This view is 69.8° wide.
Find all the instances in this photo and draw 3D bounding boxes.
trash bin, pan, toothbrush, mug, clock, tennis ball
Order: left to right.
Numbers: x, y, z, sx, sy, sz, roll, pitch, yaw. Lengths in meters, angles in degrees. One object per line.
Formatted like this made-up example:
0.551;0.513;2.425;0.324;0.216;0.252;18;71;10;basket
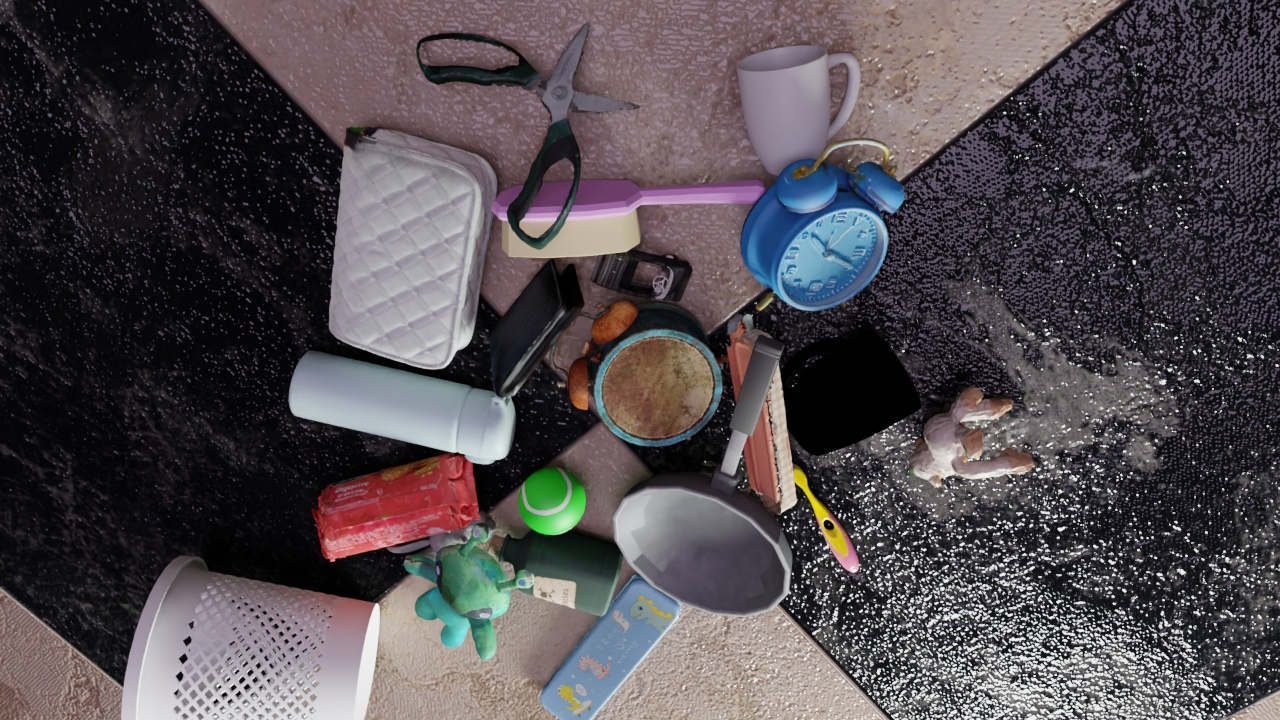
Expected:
-0.380;0.307;0.934;0.199;0.195;0.196;7;111;-8;trash bin
-0.086;0.137;0.893;0.065;0.065;0.065;2;111;5;tennis ball
-0.005;0.005;0.828;0.157;0.073;0.121;23;109;-16;clock
0.074;0.108;0.814;0.179;0.041;0.358;22;136;11;pan
0.135;-0.206;0.748;0.107;0.071;0.089;-22;121;-16;mug
0.149;-0.111;0.749;0.116;0.060;0.162;-4;132;-20;clock
0.182;0.156;0.903;0.021;0.016;0.135;-28;108;13;toothbrush
0.173;0.026;0.812;0.104;0.084;0.112;-36;125;24;mug

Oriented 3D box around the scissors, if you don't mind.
-0.107;-0.198;0.749;0.202;0.015;0.201;16;77;10;scissors

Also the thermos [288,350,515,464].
-0.221;0.044;0.871;0.207;0.065;0.078;13;111;0;thermos

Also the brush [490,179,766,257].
-0.009;-0.124;0.775;0.229;0.089;0.043;-2;115;4;brush

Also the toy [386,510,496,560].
-0.202;0.185;0.942;0.112;0.030;0.049;-24;135;10;toy

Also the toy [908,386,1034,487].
0.290;0.083;0.834;0.074;0.085;0.106;16;137;-32;toy

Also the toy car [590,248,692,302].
0.003;-0.075;0.805;0.092;0.037;0.040;8;114;-33;toy car

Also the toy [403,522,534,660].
-0.174;0.230;0.916;0.130;0.072;0.194;46;137;6;toy

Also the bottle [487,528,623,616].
-0.088;0.203;0.920;0.131;0.061;0.061;17;114;-1;bottle

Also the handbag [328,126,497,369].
-0.204;-0.099;0.813;0.139;0.072;0.195;18;112;8;handbag

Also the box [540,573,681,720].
-0.034;0.312;0.972;0.066;0.037;0.210;34;110;-5;box

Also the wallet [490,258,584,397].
-0.097;-0.031;0.815;0.026;0.089;0.115;29;112;-27;wallet

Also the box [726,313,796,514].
0.107;0.050;0.828;0.048;0.085;0.187;-20;120;-16;box

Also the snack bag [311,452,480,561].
-0.244;0.145;0.903;0.176;0.082;0.082;-15;109;10;snack bag
